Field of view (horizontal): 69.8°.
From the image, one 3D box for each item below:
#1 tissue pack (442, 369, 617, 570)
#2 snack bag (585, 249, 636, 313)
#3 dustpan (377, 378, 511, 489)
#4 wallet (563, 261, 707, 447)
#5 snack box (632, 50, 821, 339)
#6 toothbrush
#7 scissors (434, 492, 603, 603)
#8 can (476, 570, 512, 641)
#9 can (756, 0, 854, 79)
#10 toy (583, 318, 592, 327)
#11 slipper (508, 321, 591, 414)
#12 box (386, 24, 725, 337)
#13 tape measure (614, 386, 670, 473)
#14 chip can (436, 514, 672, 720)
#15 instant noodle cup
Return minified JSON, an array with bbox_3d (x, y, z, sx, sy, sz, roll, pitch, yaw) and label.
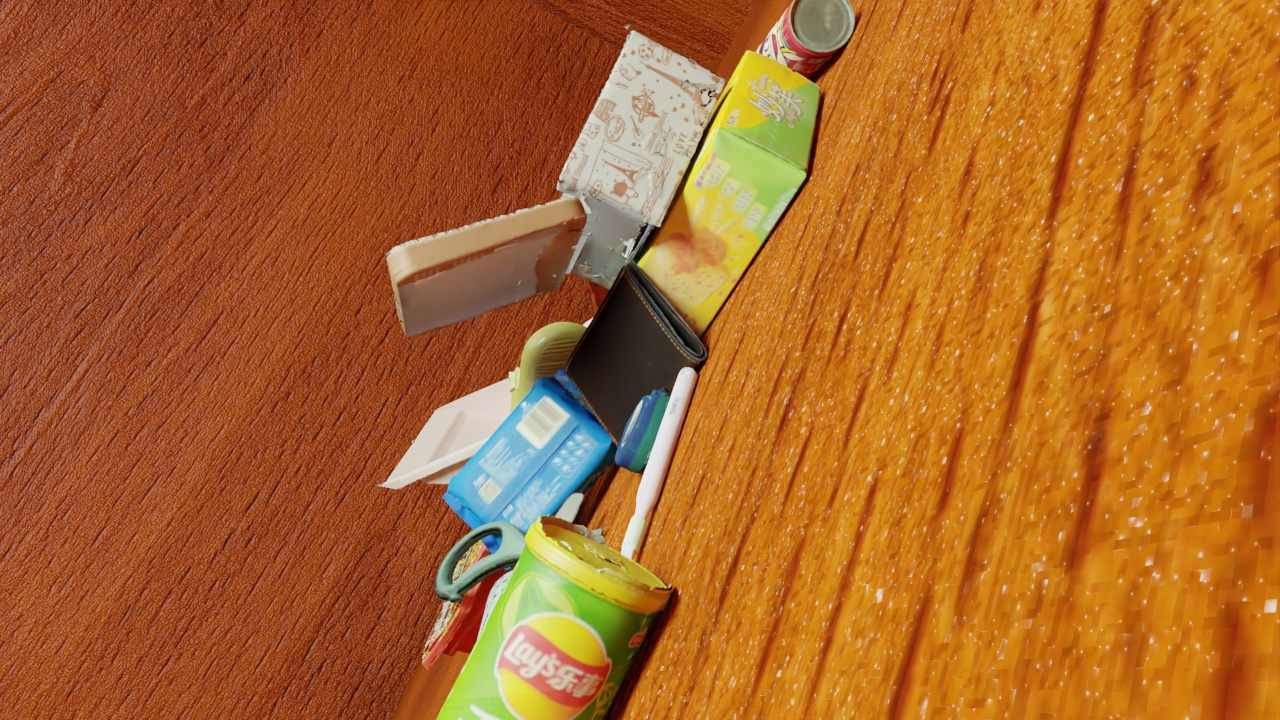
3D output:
[{"bbox_3d":[-0.087,0.091,0.777,0.157,0.095,0.052,-49,-19,-3],"label":"tissue pack"},{"bbox_3d":[0.008,-0.120,0.903,0.207,0.073,0.129,-50,-34,-40],"label":"snack bag"},{"bbox_3d":[-0.137,0.042,1.041,0.222,0.273,0.139,-89,2,-71],"label":"dustpan"},{"bbox_3d":[-0.009,0.002,0.678,0.020,0.096,0.123,-16,-29,-42],"label":"wallet"},{"bbox_3d":[0.053,-0.111,0.708,0.211,0.070,0.157,-58,8,39],"label":"snack box"},{"bbox_3d":[0.007,0.067,0.557,0.188,0.029,0.021,-67,-30,-46],"label":"toothbrush"},{"bbox_3d":[-0.105,0.167,0.706,0.179,0.019,0.172,20,80,46],"label":"scissors"},{"bbox_3d":[-0.072,0.175,0.565,0.058,0.058,0.147,-63,6,1],"label":"can"},{"bbox_3d":[0.134,-0.267,0.777,0.053,0.053,0.133,-63,6,-2],"label":"can"},{"bbox_3d":[-0.021,-0.038,0.994,0.121,0.054,0.159,-23,17,25],"label":"toy"},{"bbox_3d":[-0.085,0.033,0.881,0.081,0.091,0.191,-114,29,-48],"label":"slipper"},{"bbox_3d":[-0.059,-0.104,0.678,0.273,0.124,0.179,-43,0,-17],"label":"box"},{"bbox_3d":[0.003,0.052,0.634,0.058,0.025,0.054,119,173,-50],"label":"tape measure"},{"bbox_3d":[-0.066,0.184,0.413,0.221,0.072,0.072,-63,6,-1],"label":"chip can"},{"bbox_3d":[-0.131,0.200,0.861,0.189,0.079,0.164,-57,8,48],"label":"instant noodle cup"}]
